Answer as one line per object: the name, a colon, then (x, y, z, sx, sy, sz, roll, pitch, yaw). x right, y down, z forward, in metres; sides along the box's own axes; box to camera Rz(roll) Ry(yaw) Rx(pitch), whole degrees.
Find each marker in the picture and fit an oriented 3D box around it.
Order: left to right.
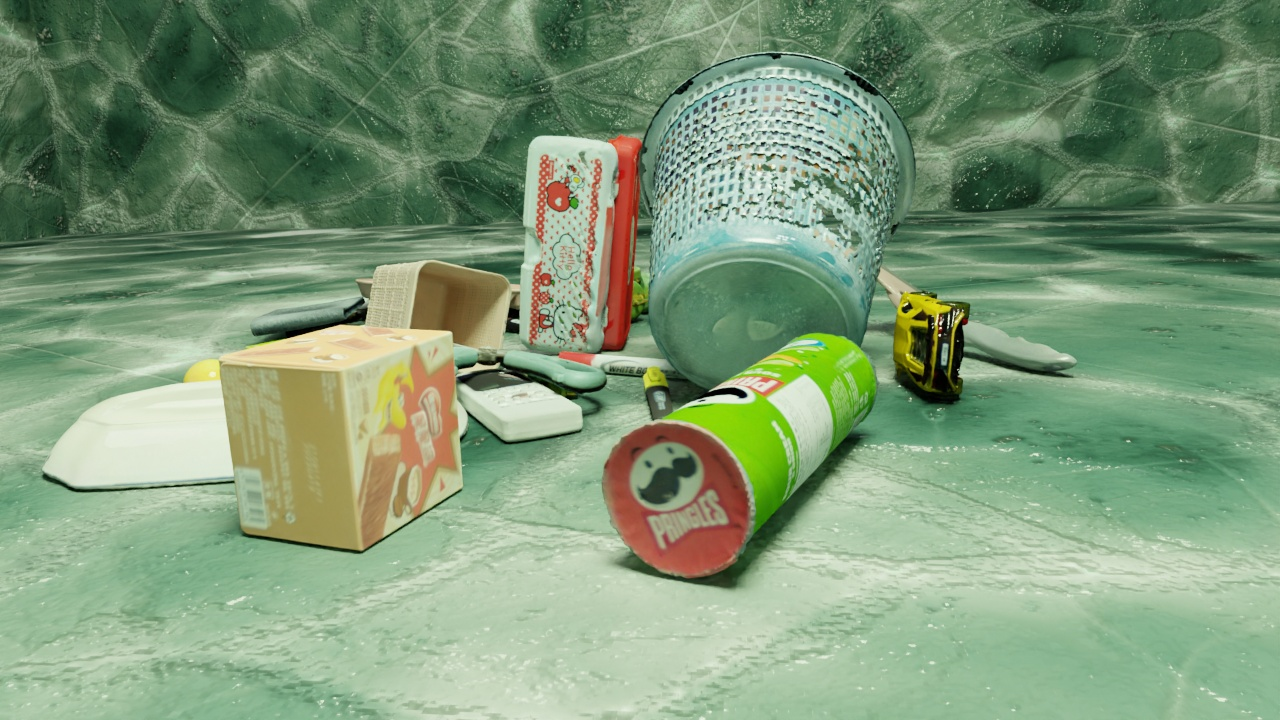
marker: (-0.134, -0.037, 0.994, 0.124, 0.015, 0.018, 10, 19, 36)
marker: (-0.005, 0.005, 0.778, 0.145, 0.017, 0.017, 4, 14, 26)
marker: (0.013, 0.026, 0.683, 0.018, 0.015, 0.124, -5, 14, -1)

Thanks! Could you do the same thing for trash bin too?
trash bin: (0.093, -0.084, 0.697, 0.227, 0.227, 0.194, 1, 45, 14)

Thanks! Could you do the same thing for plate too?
plate: (-0.252, 0.039, 0.620, 0.265, 0.034, 0.162, -3, 12, -6)
plate: (-0.229, -0.082, 1.121, 0.229, 0.028, 0.229, 3, 6, -1)

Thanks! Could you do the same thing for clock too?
clock: (-0.041, -0.078, 1.065, 0.161, 0.056, 0.116, 2, 14, 19)

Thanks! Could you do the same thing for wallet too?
wallet: (-0.358, -0.050, 0.999, 0.097, 0.019, 0.121, -9, 13, -4)

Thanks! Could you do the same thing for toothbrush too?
toothbrush: (-0.094, 0.009, 0.785, 0.017, 0.012, 0.186, -1, 11, -26)

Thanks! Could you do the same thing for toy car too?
toy car: (0.220, -0.016, 0.713, 0.041, 0.071, 0.155, 3, 11, 4)

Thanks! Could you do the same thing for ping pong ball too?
ping pong ball: (-0.331, 0.019, 0.708, 0.040, 0.040, 0.040, -2, 13, 0)

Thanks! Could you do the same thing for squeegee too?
squeegee: (0.279, -0.035, 0.818, 0.247, 0.040, 0.249, 25, 10, -34)

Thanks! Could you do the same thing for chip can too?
chip can: (0.067, 0.038, 0.493, 0.072, 0.072, 0.235, 5, 13, 27)

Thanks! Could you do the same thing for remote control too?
remote control: (-0.096, 0.029, 0.673, 0.058, 0.021, 0.150, -8, 14, -26)

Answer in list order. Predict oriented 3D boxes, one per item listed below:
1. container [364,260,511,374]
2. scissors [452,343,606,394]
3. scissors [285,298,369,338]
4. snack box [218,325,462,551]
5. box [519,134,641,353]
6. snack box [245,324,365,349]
container: (-0.185, -0.039, 0.809, 0.089, 0.090, 0.111, 9, 0, -39)
scissors: (-0.096, 0.004, 0.686, 0.181, 0.019, 0.170, 7, 6, 9)
scissors: (-0.336, -0.055, 1.087, 0.221, 0.022, 0.233, 0, 13, 6)
snack box: (-0.153, 0.035, 0.484, 0.077, 0.093, 0.094, 3, 14, 22)
box: (-0.056, -0.111, 0.866, 0.100, 0.202, 0.102, 6, 20, 3)
snack box: (-0.278, -0.011, 0.866, 0.086, 0.026, 0.156, 8, 15, 37)
